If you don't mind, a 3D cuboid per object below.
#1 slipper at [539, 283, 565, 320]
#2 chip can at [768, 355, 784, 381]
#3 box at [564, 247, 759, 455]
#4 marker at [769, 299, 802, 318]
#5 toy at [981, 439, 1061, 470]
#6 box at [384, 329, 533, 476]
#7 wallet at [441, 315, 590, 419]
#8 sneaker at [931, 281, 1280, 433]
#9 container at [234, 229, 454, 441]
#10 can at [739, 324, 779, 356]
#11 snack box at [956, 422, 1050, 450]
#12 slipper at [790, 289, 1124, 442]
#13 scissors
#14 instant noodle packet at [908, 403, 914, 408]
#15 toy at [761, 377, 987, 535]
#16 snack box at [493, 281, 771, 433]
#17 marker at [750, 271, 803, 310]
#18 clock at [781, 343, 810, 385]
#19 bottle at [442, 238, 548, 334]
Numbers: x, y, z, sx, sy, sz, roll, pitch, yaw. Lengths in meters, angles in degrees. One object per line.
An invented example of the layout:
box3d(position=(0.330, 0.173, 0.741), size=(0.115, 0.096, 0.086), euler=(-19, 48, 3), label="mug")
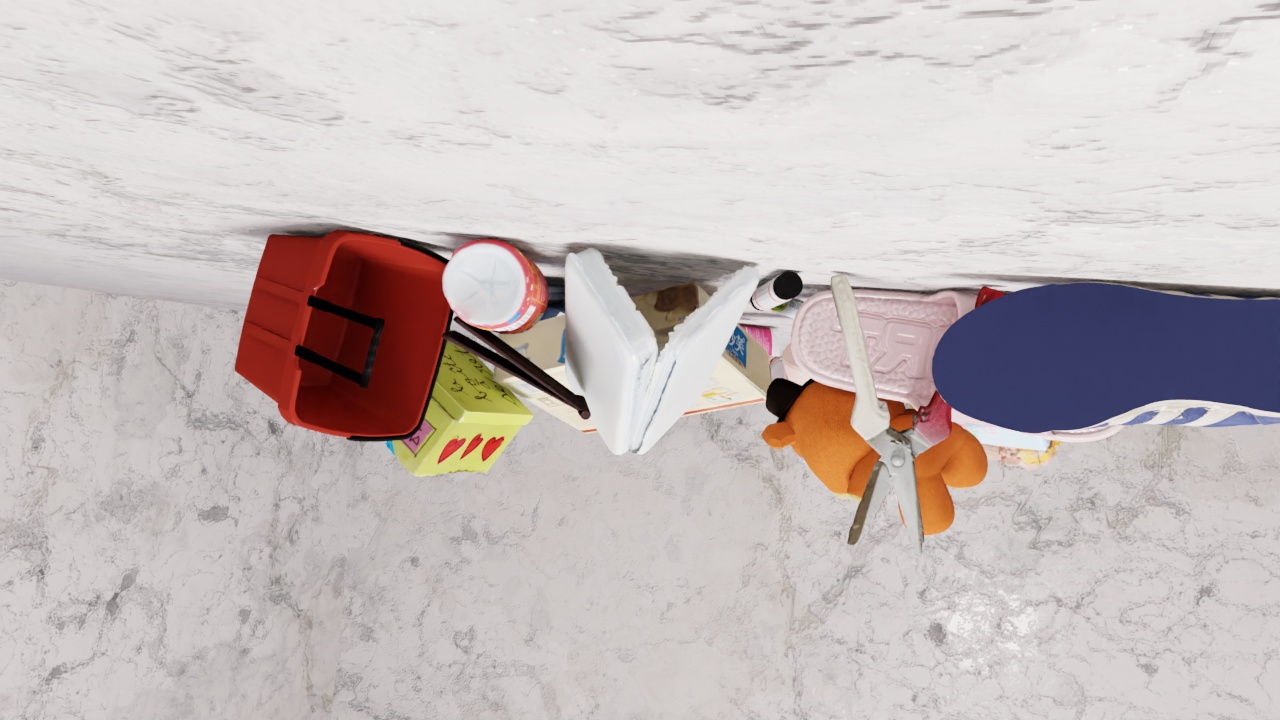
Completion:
box3d(position=(-0.066, -0.032, 0.933), size=(0.101, 0.082, 0.263), euler=(3, 178, 24), label="slipper")
box3d(position=(0.068, 0.014, 1.042), size=(0.215, 0.052, 0.051), euler=(5, 179, 40), label="chip can")
box3d(position=(-0.006, -0.012, 0.680), size=(0.105, 0.129, 0.212), euler=(44, 154, 13), label="box")
box3d(position=(0.146, -0.045, 0.839), size=(0.017, 0.017, 0.146), euler=(5, 178, 27), label="marker")
box3d(position=(0.387, 0.032, 0.848), size=(0.196, 0.065, 0.263), euler=(1, -160, 22), label="toy")
box3d(position=(-0.213, 0.005, 0.828), size=(0.221, 0.083, 0.124), euler=(41, -169, 22), label="box")
box3d(position=(-0.088, 0.006, 0.671), size=(0.115, 0.018, 0.091), euler=(34, 180, -7), label="wallet")
box3d(position=(0.306, -0.002, 0.577), size=(0.233, 0.091, 0.118), euler=(-3, 179, 18), label="sneaker")
box3d(position=(-0.195, -0.016, 0.656), size=(0.201, 0.148, 0.127), euler=(16, -178, 39), label="container")
box3d(position=(0.094, -0.007, 1.207), size=(0.166, 0.088, 0.088), euler=(6, 179, -3), label="can")
box3d(position=(0.278, 0.013, 0.737), size=(0.095, 0.079, 0.093), euler=(5, 152, 38), label="snack box")
box3d(position=(0.222, -0.003, 0.647), size=(0.239, 0.094, 0.064), euler=(11, -175, 19), label="slipper")
box3d(position=(0.174, 0.024, 0.614), size=(0.179, 0.197, 0.015), euler=(46, -171, -1), label="scissors")
box3d(position=(0.339, 0.036, 0.947), size=(0.134, 0.026, 0.087), euler=(-11, -143, -14), label="instant noodle packet")
box3d(position=(0.176, 0.060, 0.716), size=(0.176, 0.096, 0.111), euler=(36, -128, 21), label="toy")
box3d(position=(-0.005, 0.005, 0.837), size=(0.208, 0.055, 0.153), euler=(-12, 151, 28), label="snack box")
box3d(position=(0.099, -0.050, 0.693), size=(0.019, 0.019, 0.145), euler=(6, 179, -1), label="marker")
box3d(position=(0.213, -0.004, 0.939), size=(0.131, 0.086, 0.160), euler=(5, -161, 40), label="clock")
box3d(position=(-0.098, -0.049, 0.664), size=(0.062, 0.062, 0.137), euler=(6, 178, 3), label="bottle")
